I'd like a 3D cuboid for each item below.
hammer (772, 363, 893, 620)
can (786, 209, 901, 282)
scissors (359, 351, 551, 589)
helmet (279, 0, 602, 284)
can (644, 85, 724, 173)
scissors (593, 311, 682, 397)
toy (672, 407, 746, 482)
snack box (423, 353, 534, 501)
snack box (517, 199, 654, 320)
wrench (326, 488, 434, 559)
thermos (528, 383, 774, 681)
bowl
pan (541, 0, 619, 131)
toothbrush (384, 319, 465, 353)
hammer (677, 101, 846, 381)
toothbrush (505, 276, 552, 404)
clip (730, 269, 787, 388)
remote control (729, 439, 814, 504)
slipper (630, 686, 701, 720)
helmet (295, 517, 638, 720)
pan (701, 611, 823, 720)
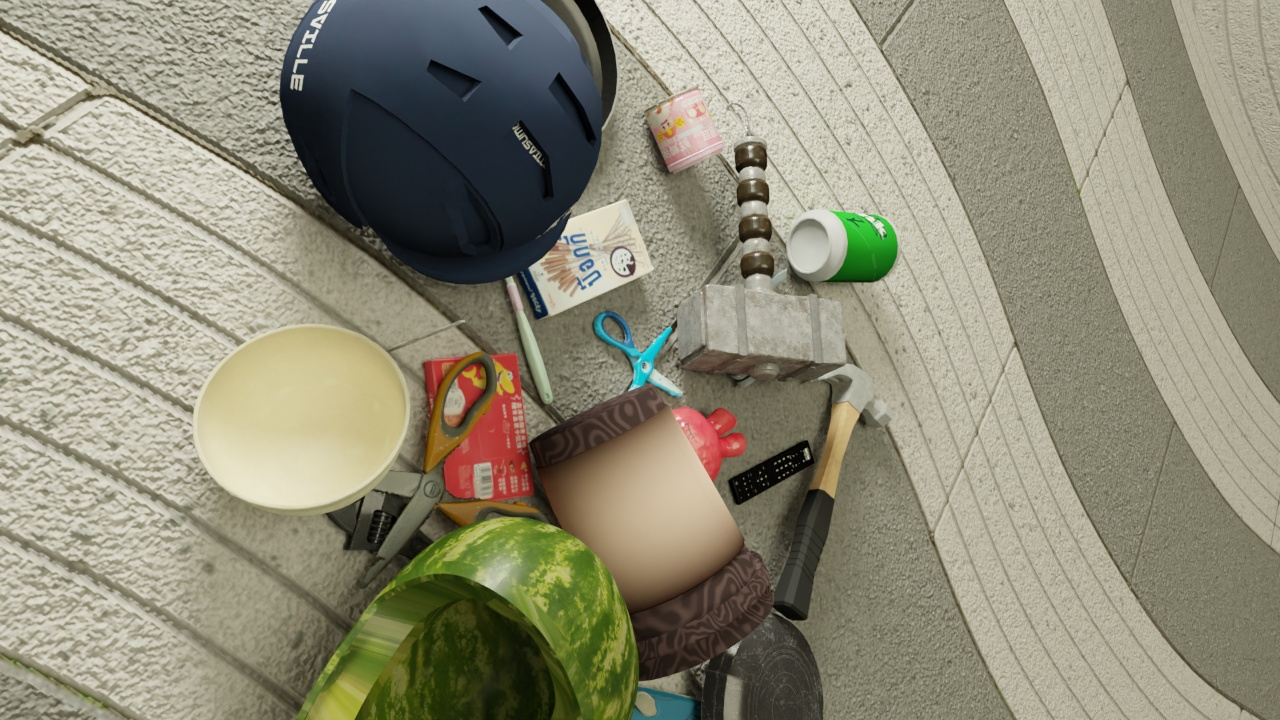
[{"bbox_3d":[0.217,0.147,1.082,0.131,0.039,0.327,41,55,-26],"label":"hammer"},{"bbox_3d":[0.255,-0.141,1.146,0.139,0.088,0.087,-3,84,-39],"label":"can"},{"bbox_3d":[-0.157,0.107,0.788,0.230,0.016,0.224,39,63,-24],"label":"scissors"},{"bbox_3d":[-0.132,-0.183,0.747,0.231,0.223,0.272,-54,141,-18],"label":"helmet"},{"bbox_3d":[0.049,-0.253,1.012,0.067,0.067,0.076,-33,103,-38],"label":"can"},{"bbox_3d":[-0.006,0.005,0.959,0.140,0.011,0.133,49,59,-21],"label":"scissors"},{"bbox_3d":[0.056,0.094,0.971,0.134,0.045,0.091,-15,94,-34],"label":"toy"},{"bbox_3d":[-0.145,0.062,0.829,0.089,0.021,0.133,-4,85,-39],"label":"snack box"},{"bbox_3d":[-0.058,-0.104,0.926,0.149,0.026,0.082,-27,100,-38],"label":"snack box"},{"bbox_3d":[-0.164,0.183,0.797,0.273,0.018,0.073,45,58,-26],"label":"wrench"},{"bbox_3d":[0.003,0.150,0.848,0.172,0.173,0.226,-28,94,-39],"label":"thermos"},{"bbox_3d":[-0.249,0.055,0.696,0.150,0.075,0.150,3,61,-6],"label":"bowl"},{"bbox_3d":[-0.128,-0.247,0.889,0.225,0.034,0.355,20,70,-35],"label":"pan"},{"bbox_3d":[-0.188,-0.015,0.704,0.010,0.182,0.010,-4,82,-46],"label":"toothbrush"},{"bbox_3d":[0.131,-0.138,1.037,0.176,0.080,0.325,5,72,-21],"label":"hammer"},{"bbox_3d":[-0.111,-0.031,0.878,0.022,0.015,0.155,-18,95,-9],"label":"toothbrush"},{"bbox_3d":[0.175,-0.026,1.102,0.165,0.032,0.164,17,72,-35],"label":"clip"},{"bbox_3d":[0.155,0.129,1.069,0.139,0.009,0.030,-20,95,-39],"label":"remote control"},{"bbox_3d":[-0.020,0.358,0.857,0.294,0.060,0.118,17,69,-36],"label":"slipper"},{"bbox_3d":[-0.112,0.243,0.690,0.246,0.213,0.243,-60,163,-14],"label":"helmet"},{"bbox_3d":[0.118,0.433,0.941,0.207,0.040,0.356,42,52,-35],"label":"pan"}]
